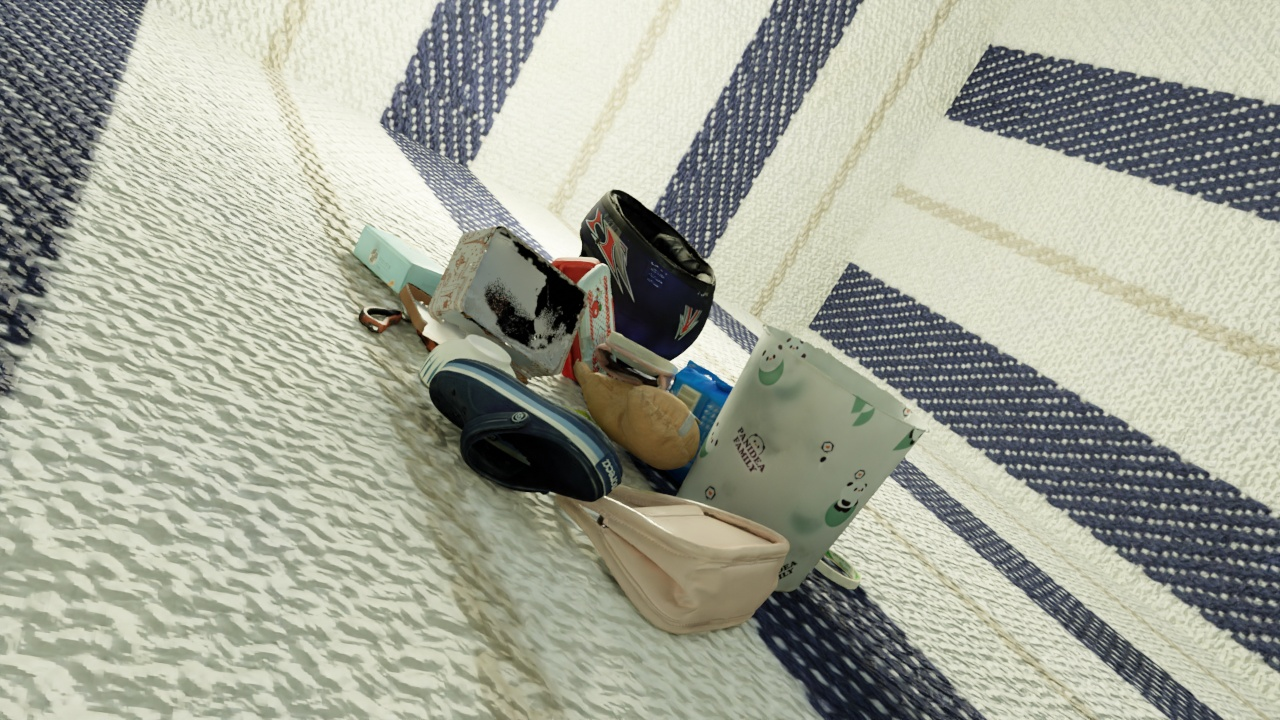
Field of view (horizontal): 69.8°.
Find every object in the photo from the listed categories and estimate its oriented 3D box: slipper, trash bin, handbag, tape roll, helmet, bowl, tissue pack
[{"bbox_3d":[-0.127,0.082,0.908,0.253,0.105,0.095,22,48,37],"label":"slipper"},{"bbox_3d":[0.179,0.121,1.101,0.229,0.252,0.229,29,12,-7],"label":"trash bin"},{"bbox_3d":[-0.007,0.007,1.214,0.114,0.054,0.274,30,-2,2],"label":"slipper"},{"bbox_3d":[0.014,0.174,0.931,0.234,0.093,0.193,29,9,33],"label":"handbag"},{"bbox_3d":[0.260,0.277,1.243,0.086,0.014,0.085,29,12,-7],"label":"tape roll"},{"bbox_3d":[-0.023,-0.126,1.630,0.247,0.241,0.315,17,29,-47],"label":"helmet"},{"bbox_3d":[-0.193,0.012,1.079,0.116,0.066,0.116,30,12,-7],"label":"bowl"},{"bbox_3d":[0.068,0.086,1.214,0.095,0.157,0.052,32,18,22],"label":"tissue pack"}]

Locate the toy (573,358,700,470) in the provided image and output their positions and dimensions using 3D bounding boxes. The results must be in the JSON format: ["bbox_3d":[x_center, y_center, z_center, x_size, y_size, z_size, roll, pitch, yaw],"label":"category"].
[{"bbox_3d":[-0.015,0.066,1.158,0.226,0.082,0.143,21,-35,51],"label":"toy"}]

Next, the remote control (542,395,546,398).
[{"bbox_3d":[-0.128,0.056,1.056,0.049,0.024,0.124,34,7,17],"label":"remote control"}]

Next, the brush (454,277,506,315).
[{"bbox_3d":[-0.200,-0.093,1.299,0.145,0.063,0.073,3,-14,-41],"label":"brush"}]

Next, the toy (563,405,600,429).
[{"bbox_3d":[-0.076,0.087,1.147,0.097,0.031,0.100,42,8,21],"label":"toy"}]

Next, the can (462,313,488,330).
[{"bbox_3d":[-0.234,-0.087,1.370,0.111,0.075,0.075,22,15,-38],"label":"can"}]

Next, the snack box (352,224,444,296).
[{"bbox_3d":[-0.347,-0.138,1.334,0.074,0.052,0.175,18,12,-45],"label":"snack box"}]

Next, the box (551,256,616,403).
[{"bbox_3d":[-0.085,-0.040,1.305,0.095,0.202,0.101,3,32,10],"label":"box"}]

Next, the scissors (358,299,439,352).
[{"bbox_3d":[-0.301,-0.050,1.202,0.226,0.015,0.188,39,14,37],"label":"scissors"}]

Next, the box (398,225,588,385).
[{"bbox_3d":[-0.204,-0.057,1.197,0.185,0.154,0.182,-2,-31,45],"label":"box"}]
